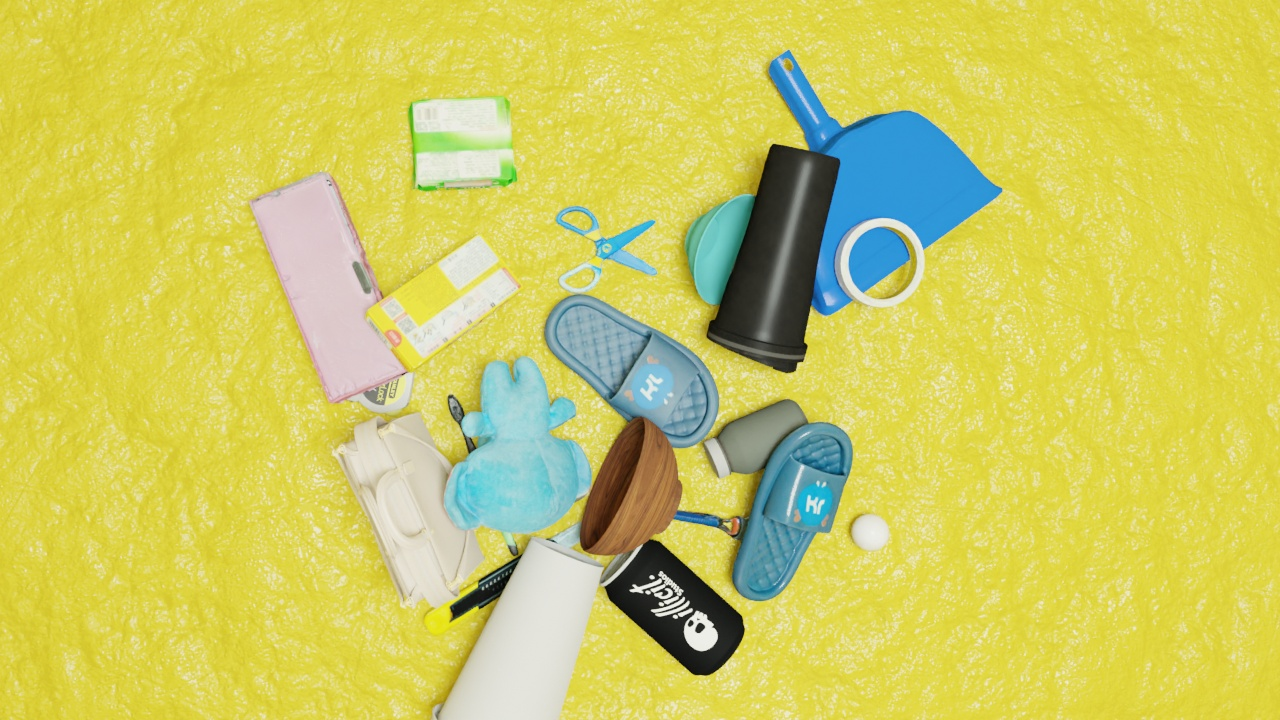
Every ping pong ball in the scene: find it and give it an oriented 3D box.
[{"bbox_3d":[0.250,0.187,1.000,0.040,0.040,0.040,0,89,-4],"label":"ping pong ball"}]

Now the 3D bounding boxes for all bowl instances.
[{"bbox_3d":[0.001,0.137,0.934,0.069,0.147,0.147,25,87,-12],"label":"bowl"},{"bbox_3d":[0.082,-0.124,0.978,0.046,0.121,0.121,29,86,37],"label":"bowl"}]

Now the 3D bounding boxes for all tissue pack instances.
[{"bbox_3d":[-0.190,-0.230,0.979,0.114,0.034,0.099,-3,87,-4],"label":"tissue pack"}]

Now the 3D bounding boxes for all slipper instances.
[{"bbox_3d":[0.166,0.164,0.962,0.103,0.059,0.214,12,106,-33],"label":"slipper"},{"bbox_3d":[-0.006,0.006,0.977,0.213,0.059,0.103,38,84,-1],"label":"slipper"}]

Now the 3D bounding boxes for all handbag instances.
[{"bbox_3d":[-0.227,0.147,0.887,0.101,0.198,0.194,-24,90,-5],"label":"handbag"}]

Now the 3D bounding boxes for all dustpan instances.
[{"bbox_3d":[0.225,-0.223,0.998,0.245,0.059,0.257,-35,101,-4],"label":"dustpan"}]

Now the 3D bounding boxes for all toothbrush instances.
[{"bbox_3d":[-0.169,0.124,0.983,0.014,0.017,0.188,-22,92,-6],"label":"toothbrush"}]

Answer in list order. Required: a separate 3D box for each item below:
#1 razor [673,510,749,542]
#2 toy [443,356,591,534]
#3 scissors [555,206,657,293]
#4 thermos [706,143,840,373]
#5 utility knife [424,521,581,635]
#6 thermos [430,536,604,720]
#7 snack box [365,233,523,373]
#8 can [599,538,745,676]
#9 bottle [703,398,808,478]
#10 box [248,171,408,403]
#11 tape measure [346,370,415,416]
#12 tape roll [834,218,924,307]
[{"bbox_3d":[0.064,0.172,0.998,0.141,0.018,0.044,12,110,-1],"label":"razor"},{"bbox_3d":[-0.133,0.089,0.941,0.183,0.115,0.180,-9,89,-40],"label":"toy"},{"bbox_3d":[-0.041,-0.116,0.998,0.125,0.016,0.125,25,91,-2],"label":"scissors"},{"bbox_3d":[0.142,-0.105,0.942,0.106,0.105,0.219,12,103,-4],"label":"thermos"},{"bbox_3d":[-0.142,0.231,0.982,0.197,0.020,0.029,-32,95,-6],"label":"utility knife"},{"bbox_3d":[-0.116,0.299,0.930,0.131,0.131,0.221,23,84,-4],"label":"thermos"},{"bbox_3d":[-0.202,-0.061,0.951,0.152,0.025,0.075,-40,94,-26],"label":"snack box"},{"bbox_3d":[0.034,0.256,0.963,0.146,0.080,0.080,42,86,-2],"label":"can"},{"bbox_3d":[0.125,0.086,0.983,0.108,0.060,0.060,-23,90,-4],"label":"bottle"},{"bbox_3d":[-0.322,-0.076,0.952,0.098,0.041,0.233,-21,85,-7],"label":"box"},{"bbox_3d":[-0.276,0.024,0.976,0.065,0.017,0.064,13,88,-4],"label":"tape measure"},{"bbox_3d":[0.254,-0.104,0.976,0.094,0.019,0.094,-1,96,-9],"label":"tape roll"}]
